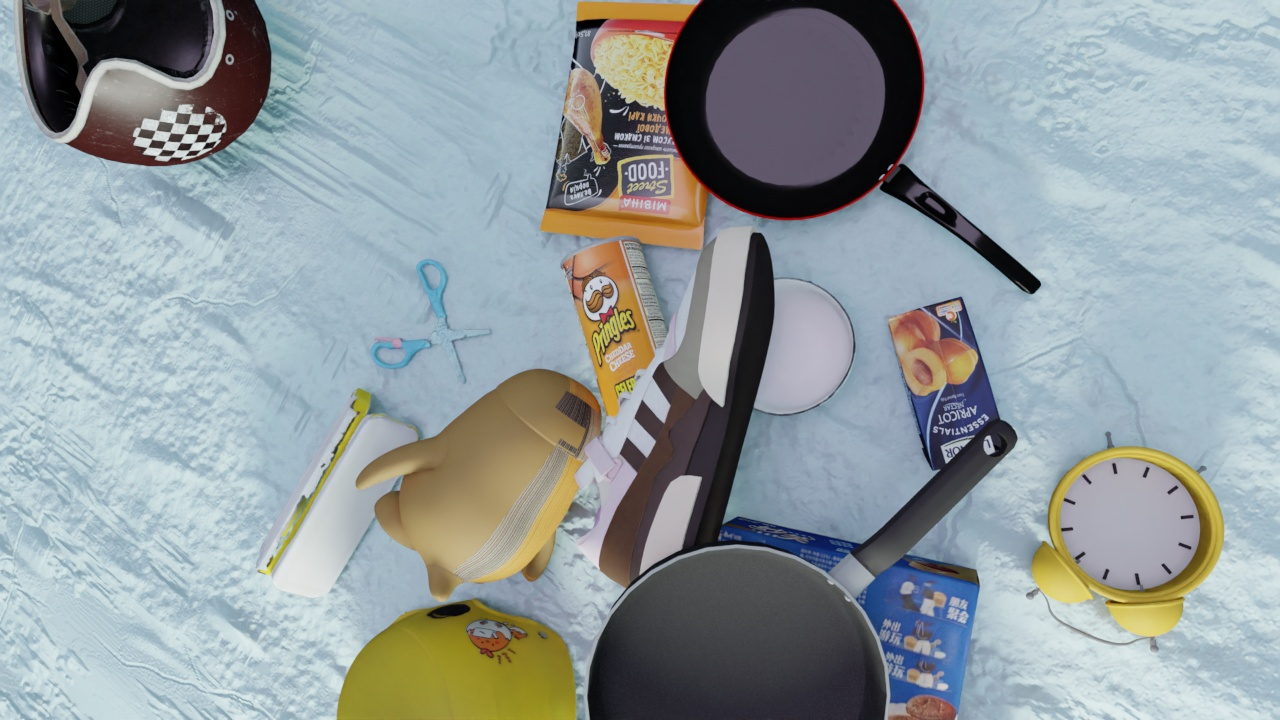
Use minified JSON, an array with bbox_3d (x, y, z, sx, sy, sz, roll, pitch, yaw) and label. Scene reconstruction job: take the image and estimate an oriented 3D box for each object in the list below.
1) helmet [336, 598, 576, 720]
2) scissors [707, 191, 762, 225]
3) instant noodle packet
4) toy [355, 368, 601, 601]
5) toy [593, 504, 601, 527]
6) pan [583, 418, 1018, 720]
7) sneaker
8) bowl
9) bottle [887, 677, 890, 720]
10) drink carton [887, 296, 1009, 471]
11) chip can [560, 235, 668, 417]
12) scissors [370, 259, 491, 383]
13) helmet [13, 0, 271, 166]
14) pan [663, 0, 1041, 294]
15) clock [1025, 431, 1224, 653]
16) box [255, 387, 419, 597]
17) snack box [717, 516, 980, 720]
[{"bbox_3d":[-0.184,0.326,0.812,0.240,0.139,0.209,7,89,19],"label":"helmet"},{"bbox_3d":[0.115,-0.203,0.809,0.139,0.028,0.170,5,93,17],"label":"scissors"},{"bbox_3d":[-0.002,-0.218,0.840,0.160,0.032,0.220,9,90,19],"label":"instant noodle packet"},{"bbox_3d":[-0.122,0.093,0.810,0.203,0.198,0.162,-50,29,6],"label":"toy"},{"bbox_3d":[0.002,0.160,0.813,0.100,0.036,0.080,11,91,21],"label":"toy"},{"bbox_3d":[0.118,0.169,0.626,0.204,0.044,0.356,45,93,-2],"label":"pan"},{"bbox_3d":[0.020,0.035,0.710,0.116,0.111,0.294,14,95,19],"label":"sneaker"},{"bbox_3d":[0.125,-0.010,0.767,0.113,0.063,0.113,-1,86,19],"label":"bowl"},{"bbox_3d":[0.134,0.243,0.683,0.174,0.046,0.084,44,101,16],"label":"bottle"},{"bbox_3d":[0.246,0.021,0.737,0.064,0.040,0.130,-17,82,18],"label":"drink carton"},{"bbox_3d":[-0.005,0.005,0.804,0.075,0.075,0.215,-20,81,16],"label":"chip can"},{"bbox_3d":[-0.211,-0.039,0.913,0.135,0.015,0.135,-5,86,13],"label":"scissors"},{"bbox_3d":[-0.499,-0.316,0.898,0.233,0.252,0.235,54,127,19],"label":"helmet"},{"bbox_3d":[0.181,-0.174,0.758,0.356,0.067,0.209,40,99,2],"label":"pan"},{"bbox_3d":[0.361,0.136,0.686,0.113,0.052,0.152,22,89,19],"label":"clock"},{"bbox_3d":[-0.311,0.130,0.923,0.209,0.079,0.080,-58,38,7],"label":"box"},{"bbox_3d":[0.154,0.225,0.739,0.203,0.069,0.155,10,90,20],"label":"snack box"}]
